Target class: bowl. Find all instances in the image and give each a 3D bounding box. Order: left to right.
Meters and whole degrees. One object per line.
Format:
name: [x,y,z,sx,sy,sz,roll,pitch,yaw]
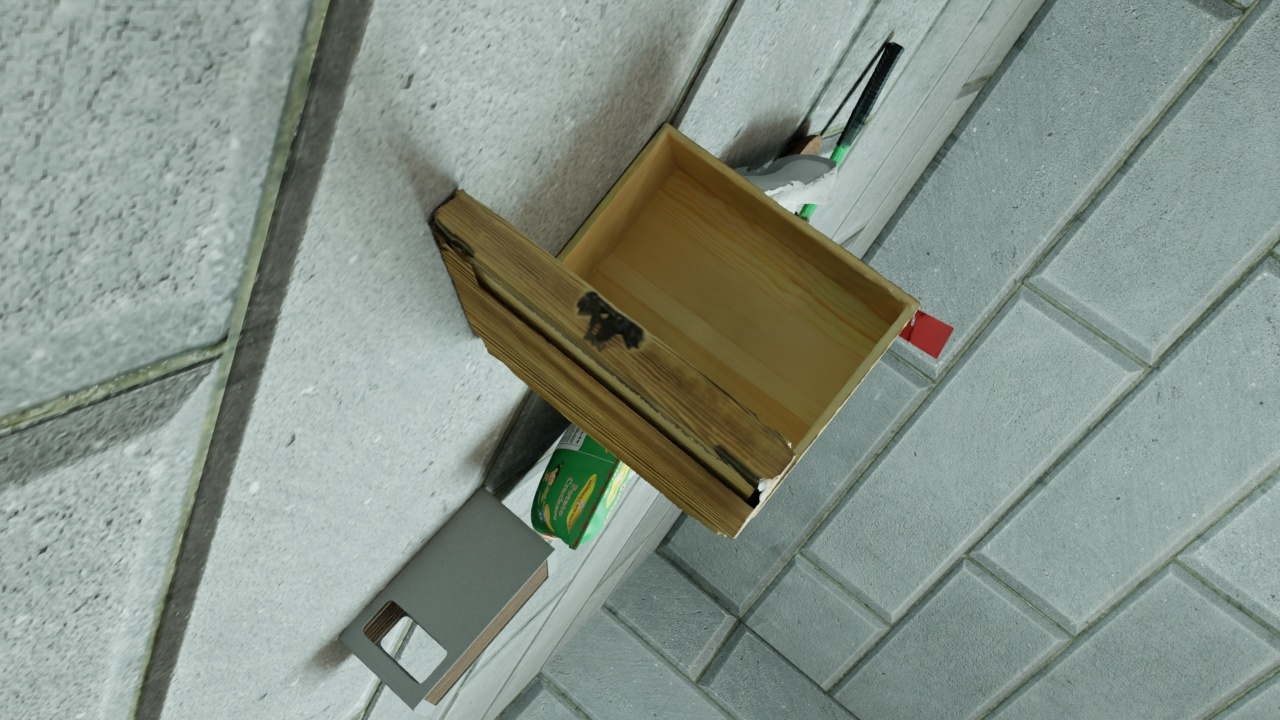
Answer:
bowl: [0.207,-0.267,1.255,0.102,0.026,0.114,-51,167,-5]

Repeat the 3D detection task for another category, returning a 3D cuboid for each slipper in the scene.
slipper: [0.164,-0.202,1.113,0.246,0.112,0.075,-27,116,-51]

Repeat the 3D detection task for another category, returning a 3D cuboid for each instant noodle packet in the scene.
instant noodle packet: [-0.063,0.133,1.105,0.195,0.090,0.253,-63,-168,-15]

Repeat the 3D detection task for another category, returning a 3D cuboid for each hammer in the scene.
hammer: [0.293,-0.311,1.342,0.319,0.032,0.130,-63,-179,13]

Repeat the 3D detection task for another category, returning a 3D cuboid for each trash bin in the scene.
trash bin: [-0.217,0.282,1.074,0.228,0.114,0.115,-47,167,-21]

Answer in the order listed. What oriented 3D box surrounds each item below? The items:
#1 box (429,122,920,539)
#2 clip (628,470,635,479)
box: [0.026,-0.025,0.705,0.286,0.279,0.334,-52,170,0]
clip: [-0.026,0.150,1.313,0.052,0.058,0.102,-62,-175,-35]
